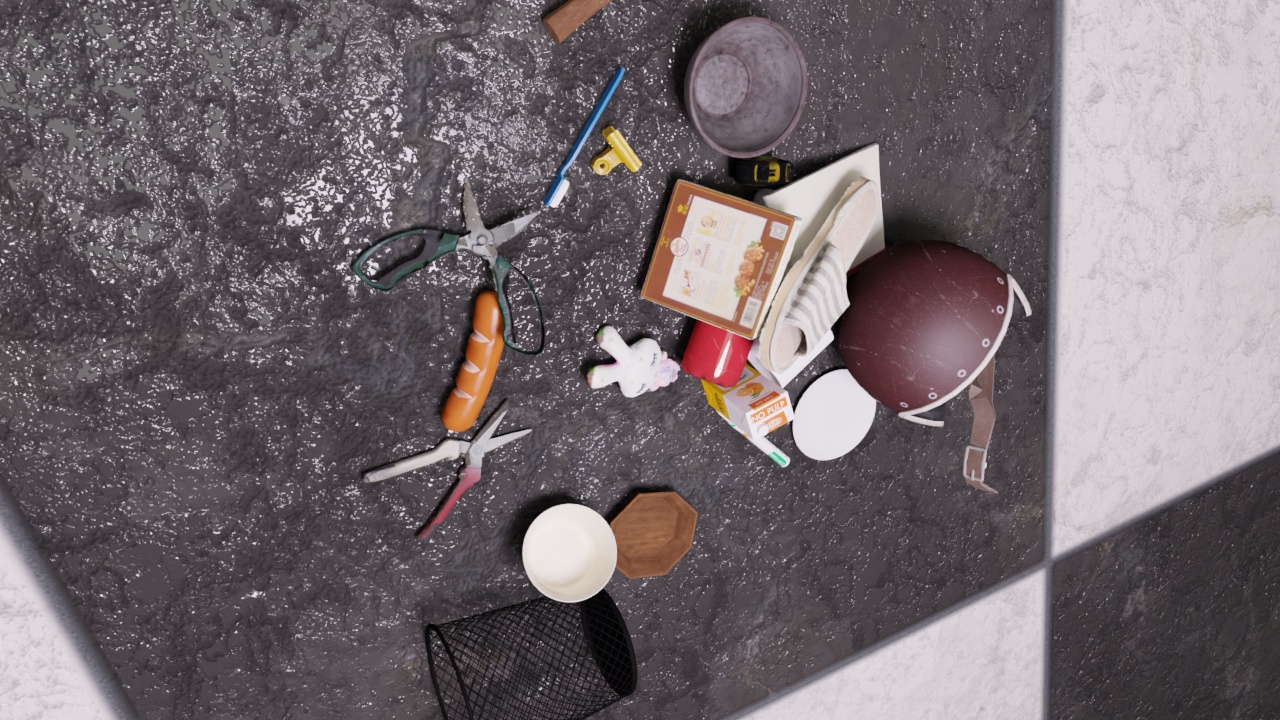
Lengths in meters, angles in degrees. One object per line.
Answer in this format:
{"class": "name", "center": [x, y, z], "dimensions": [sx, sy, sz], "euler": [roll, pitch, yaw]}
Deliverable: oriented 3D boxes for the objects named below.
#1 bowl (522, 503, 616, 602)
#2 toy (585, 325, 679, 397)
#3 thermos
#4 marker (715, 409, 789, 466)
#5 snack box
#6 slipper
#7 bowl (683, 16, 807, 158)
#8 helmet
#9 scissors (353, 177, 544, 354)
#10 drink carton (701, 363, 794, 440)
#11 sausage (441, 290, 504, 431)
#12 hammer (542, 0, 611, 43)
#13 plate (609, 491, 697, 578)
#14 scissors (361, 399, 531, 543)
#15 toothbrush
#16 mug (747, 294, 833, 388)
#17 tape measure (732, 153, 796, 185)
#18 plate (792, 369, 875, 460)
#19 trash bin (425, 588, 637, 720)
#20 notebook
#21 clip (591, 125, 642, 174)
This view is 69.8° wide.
{"class": "bowl", "center": [-0.092, 0.235, 1.116], "dimensions": [0.115, 0.063, 0.115], "euler": [5, 74, -17]}
{"class": "toy", "center": [-0.006, 0.006, 1.098], "dimensions": [0.122, 0.038, 0.079], "euler": [12, 98, -31]}
{"class": "thermos", "center": [0.120, -0.088, 1.098], "dimensions": [0.073, 0.073, 0.240], "euler": [16, 97, -29]}
{"class": "marker", "center": [0.150, 0.100, 1.218], "dimensions": [0.145, 0.017, 0.017], "euler": [39, 91, -31]}
{"class": "snack box", "center": [0.089, -0.115, 1.039], "dimensions": [0.041, 0.147, 0.143], "euler": [-15, 125, -68]}
{"class": "slipper", "center": [0.220, -0.099, 1.071], "dimensions": [0.272, 0.054, 0.114], "euler": [-57, 151, -20]}
{"class": "bowl", "center": [0.104, -0.301, 1.009], "dimensions": [0.144, 0.067, 0.145], "euler": [-9, 113, -22]}
{"class": "helmet", "center": [0.367, -0.022, 1.144], "dimensions": [0.253, 0.234, 0.233], "euler": [28, 103, -35]}
{"class": "scissors", "center": [-0.180, -0.083, 0.966], "dimensions": [0.201, 0.015, 0.205], "euler": [-26, 97, -9]}
{"class": "drink carton", "center": [0.132, 0.048, 1.127], "dimensions": [0.058, 0.122, 0.040], "euler": [-27, 119, -13]}
{"class": "sausage", "center": [-0.180, 0.003, 1.015], "dimensions": [0.044, 0.039, 0.164], "euler": [12, 104, -31]}
{"class": "hammer", "center": [0.032, -0.438, 0.944], "dimensions": [0.323, 0.033, 0.115], "euler": [-40, 123, -5]}
{"class": "plate", "center": [0.011, 0.222, 1.198], "dimensions": [0.131, 0.025, 0.131], "euler": [-9, 113, -21]}
{"class": "scissors", "center": [-0.225, 0.125, 1.057], "dimensions": [0.179, 0.015, 0.199], "euler": [13, 103, -28]}
{"class": "toothbrush", "center": [-0.058, -0.239, 0.989], "dimensions": [0.014, 0.016, 0.167], "euler": [28, 96, -31]}
{"class": "mug", "center": [0.172, -0.035, 1.151], "dimensions": [0.090, 0.074, 0.110], "euler": [-43, 95, -4]}
{"class": "tape measure", "center": [0.137, -0.222, 1.059], "dimensions": [0.061, 0.062, 0.034], "euler": [-7, 109, -22]}
{"class": "plate", "center": [0.265, 0.074, 1.264], "dimensions": [0.134, 0.011, 0.135], "euler": [-9, 113, -21]}
{"class": "trash bin", "center": [-0.129, 0.374, 1.113], "dimensions": [0.209, 0.184, 0.184], "euler": [-14, 115, -26]}
{"class": "notebook", "center": [0.230, -0.161, 1.119], "dimensions": [0.208, 0.012, 0.153], "euler": [-29, 121, -32]}
{"class": "clip", "center": [-0.030, -0.226, 1.007], "dimensions": [0.054, 0.048, 0.046], "euler": [49, 44, -32]}
